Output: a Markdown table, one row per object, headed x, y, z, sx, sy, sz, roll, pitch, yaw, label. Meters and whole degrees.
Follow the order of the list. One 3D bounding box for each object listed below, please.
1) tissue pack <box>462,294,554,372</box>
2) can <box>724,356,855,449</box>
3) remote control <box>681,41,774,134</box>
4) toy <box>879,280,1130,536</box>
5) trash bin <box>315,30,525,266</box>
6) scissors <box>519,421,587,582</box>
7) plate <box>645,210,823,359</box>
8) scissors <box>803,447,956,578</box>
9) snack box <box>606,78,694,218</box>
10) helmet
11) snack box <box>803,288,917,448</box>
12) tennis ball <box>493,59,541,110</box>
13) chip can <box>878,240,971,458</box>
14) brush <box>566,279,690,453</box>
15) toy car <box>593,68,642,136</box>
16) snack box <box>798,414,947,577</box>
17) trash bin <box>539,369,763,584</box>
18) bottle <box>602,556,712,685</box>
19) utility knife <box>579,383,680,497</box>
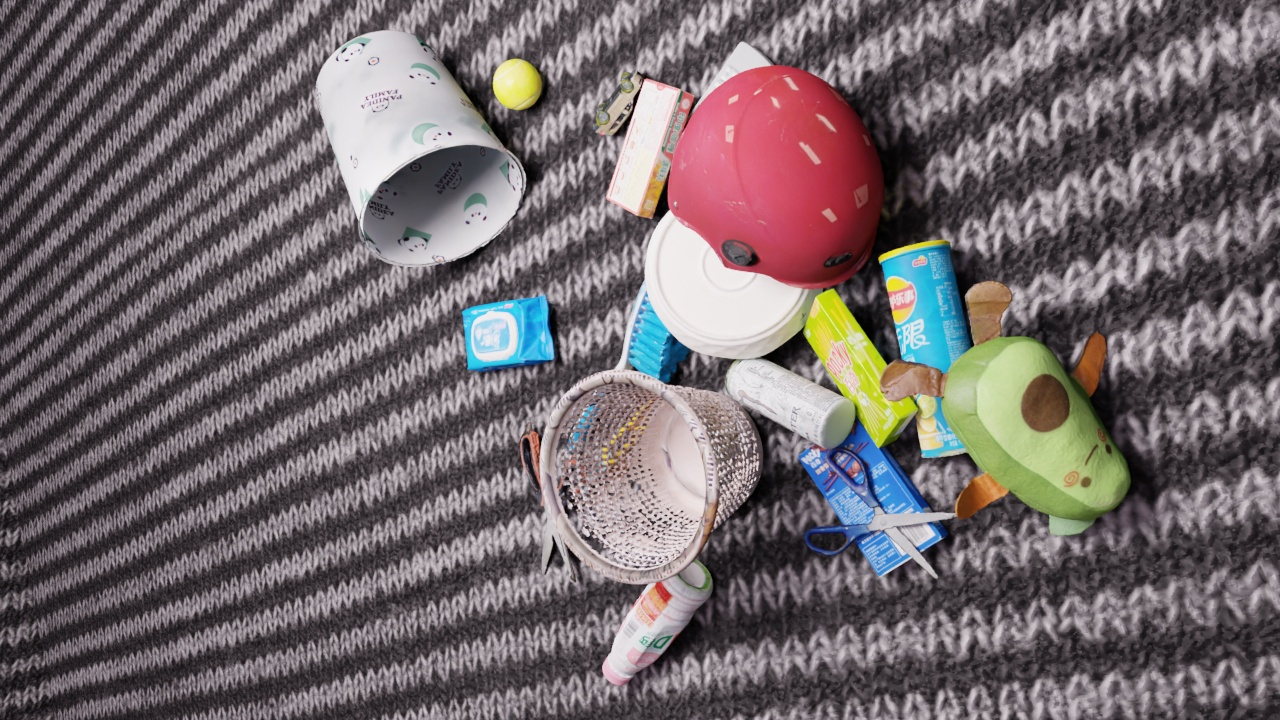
| x | y | z | sx | sy | sz | roll | pitch | yaw | label |
| --- | --- | --- | --- | --- | --- | --- | --- | --- | --- |
| -0.185 | -0.036 | 1.267 | 0.157 | 0.052 | 0.095 | -6 | 88 | 35 | tissue pack |
| 0.163 | 0.043 | 1.010 | 0.147 | 0.058 | 0.058 | 29 | 108 | 44 | can |
| 0.096 | -0.298 | 1.081 | 0.058 | 0.021 | 0.150 | 49 | 116 | 24 | remote control |
| 0.354 | 0.054 | 0.847 | 0.246 | 0.090 | 0.227 | 44 | 84 | -1 | toy |
| -0.313 | -0.295 | 1.255 | 0.230 | 0.229 | 0.251 | -45 | 62 | 27 | trash bin |
| -0.120 | 0.189 | 1.241 | 0.189 | 0.015 | 0.226 | 44 | 127 | 36 | scissors |
| 0.102 | -0.105 | 1.026 | 0.205 | 0.045 | 0.204 | -1 | 85 | 14 | plate |
| 0.243 | 0.165 | 0.969 | 0.176 | 0.012 | 0.162 | -30 | 75 | 32 | scissors |
| 0.010 | -0.260 | 1.126 | 0.077 | 0.027 | 0.156 | 38 | 114 | 48 | snack box |
| 0.149 | -0.196 | 0.927 | 0.240 | 0.144 | 0.206 | 40 | 73 | 9 | helmet |
| 0.227 | 0.009 | 0.962 | 0.026 | 0.086 | 0.156 | -25 | 68 | -12 | snack box |
| -0.165 | -0.371 | 1.233 | 0.066 | 0.065 | 0.065 | 1 | 93 | 35 | tennis ball |
| 0.297 | -0.011 | 0.924 | 0.071 | 0.071 | 0.210 | -13 | 85 | 34 | chip can |
| -0.007 | 0.007 | 1.151 | 0.109 | 0.060 | 0.315 | 34 | 113 | 35 | brush |
| -0.026 | -0.324 | 1.153 | 0.091 | 0.035 | 0.042 | -50 | 22 | 26 | toy car |
| 0.248 | 0.144 | 0.990 | 0.085 | 0.026 | 0.157 | -43 | 69 | 28 | snack box |
| 0.032 | 0.116 | 1.034 | 0.228 | 0.191 | 0.227 | 4 | 96 | 34 | trash bin |
| 0.015 | 0.328 | 1.138 | 0.068 | 0.068 | 0.197 | 44 | 119 | 25 | bottle |
| -0.021 | 0.106 | 1.181 | 0.220 | 0.015 | 0.033 | -48 | 65 | 26 | utility knife |
